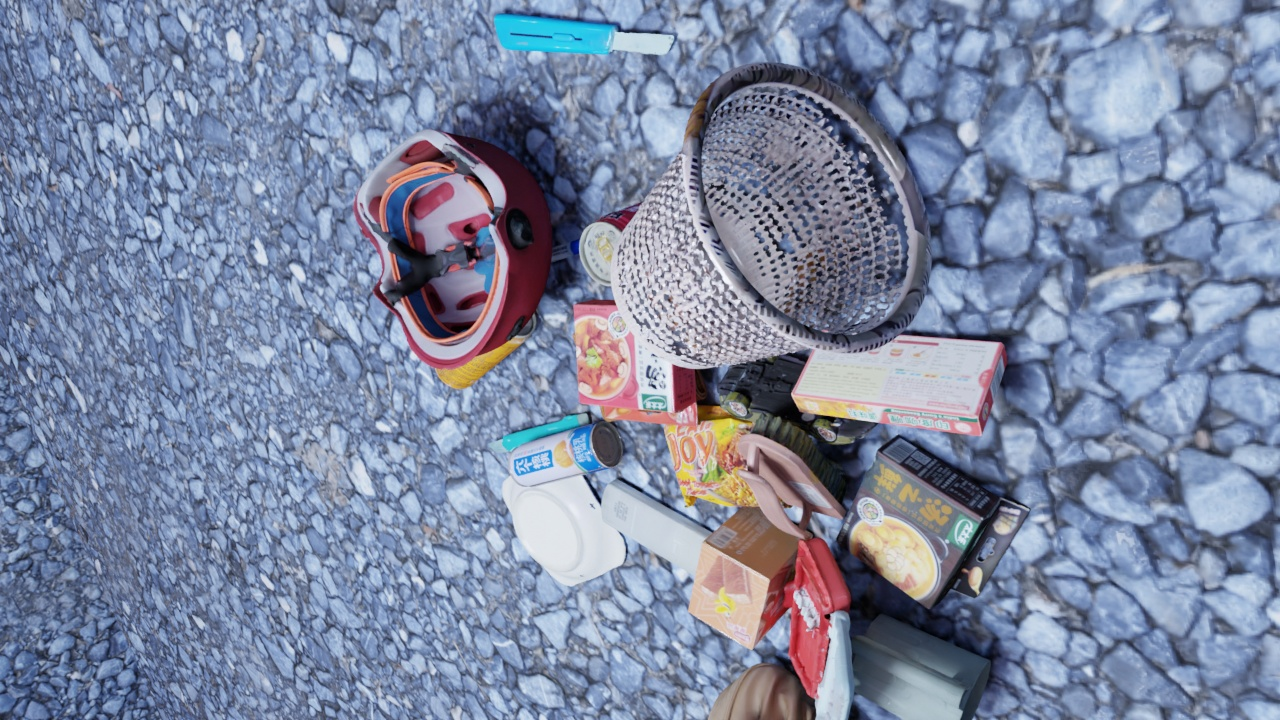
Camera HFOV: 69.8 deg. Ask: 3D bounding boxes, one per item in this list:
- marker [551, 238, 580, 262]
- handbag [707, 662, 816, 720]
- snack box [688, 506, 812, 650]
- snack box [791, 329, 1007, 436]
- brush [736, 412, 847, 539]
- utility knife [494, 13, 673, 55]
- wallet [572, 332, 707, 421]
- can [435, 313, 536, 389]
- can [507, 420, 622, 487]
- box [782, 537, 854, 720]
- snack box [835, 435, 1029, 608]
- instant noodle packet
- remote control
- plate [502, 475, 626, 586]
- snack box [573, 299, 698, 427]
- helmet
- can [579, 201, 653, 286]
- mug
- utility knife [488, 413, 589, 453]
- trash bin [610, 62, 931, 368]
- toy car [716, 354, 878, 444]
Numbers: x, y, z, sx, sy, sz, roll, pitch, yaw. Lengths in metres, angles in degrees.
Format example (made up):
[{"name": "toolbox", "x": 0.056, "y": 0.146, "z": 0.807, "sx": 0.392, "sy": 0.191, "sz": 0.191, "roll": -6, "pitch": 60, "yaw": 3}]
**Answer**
[{"name": "marker", "x": -0.102, "y": -0.111, "z": 0.986, "sx": 0.146, "sy": 0.016, "sz": 0.017, "roll": -11, "pitch": 103, "yaw": 41}, {"name": "handbag", "x": 0.160, "y": 0.412, "z": 0.929, "sx": 0.204, "sy": 0.147, "sz": 0.100, "roll": 42, "pitch": 132, "yaw": 10}, {"name": "snack box", "x": 0.110, "y": 0.212, "z": 0.914, "sx": 0.077, "sy": 0.092, "sz": 0.094, "roll": 25, "pitch": 123, "yaw": 28}, {"name": "snack box", "x": 0.210, "y": 0.015, "z": 0.752, "sx": 0.156, "sy": 0.076, "sz": 0.027, "roll": 6, "pitch": 143, "yaw": 37}, {"name": "brush", "x": 0.129, "y": 0.104, "z": 0.807, "sx": 0.063, "sy": 0.073, "sz": 0.145, "roll": 13, "pitch": 158, "yaw": 39}, {"name": "utility knife", "x": -0.056, "y": -0.304, "z": 0.860, "sx": 0.208, "sy": 0.018, "sz": 0.034, "roll": 16, "pitch": 119, "yaw": 31}, {"name": "wallet", "x": -0.005, "y": -0.003, "z": 0.951, "sx": 0.131, "sy": 0.035, "sz": 0.119, "roll": -16, "pitch": 102, "yaw": 39}, {"name": "can", "x": -0.182, "y": -0.020, "z": 1.064, "sx": 0.146, "sy": 0.058, "sz": 0.058, "roll": -34, "pitch": 87, "yaw": 42}, {"name": "can", "x": -0.087, "y": 0.108, "z": 1.041, "sx": 0.135, "sy": 0.053, "sz": 0.053, "roll": -18, "pitch": 98, "yaw": 36}, {"name": "box", "x": 0.167, "y": 0.274, "z": 0.840, "sx": 0.050, "sy": 0.160, "sz": 0.201, "roll": -7, "pitch": 136, "yaw": -1}, {"name": "snack box", "x": 0.251, "y": 0.146, "z": 0.805, "sx": 0.126, "sy": 0.053, "sz": 0.113, "roll": 34, "pitch": 128, "yaw": 28}, {"name": "instant noodle packet", "x": 0.084, "y": 0.097, "z": 0.916, "sx": 0.129, "sy": 0.044, "sz": 0.111, "roll": -5, "pitch": 102, "yaw": 40}, {"name": "remote control", "x": 0.021, "y": 0.187, "z": 1.022, "sx": 0.150, "sy": 0.021, "sz": 0.058, "roll": 27, "pitch": 125, "yaw": 27}, {"name": "plate", "x": -0.106, "y": 0.202, "z": 1.123, "sx": 0.165, "sy": 0.034, "sz": 0.163, "roll": -36, "pitch": 86, "yaw": 43}, {"name": "snack box", "x": -0.005, "y": 0.005, "z": 0.901, "sx": 0.113, "sy": 0.044, "sz": 0.127, "roll": 3, "pitch": 103, "yaw": 32}, {"name": "helmet", "x": -0.170, "y": -0.114, "z": 0.944, "sx": 0.208, "sy": 0.143, "sz": 0.240, "roll": -23, "pitch": 82, "yaw": 38}, {"name": "can", "x": -0.005, "y": -0.110, "z": 0.856, "sx": 0.067, "sy": 0.093, "sz": 0.067, "roll": 17, "pitch": 120, "yaw": 32}, {"name": "mug", "x": 0.247, "y": 0.282, "z": 0.825, "sx": 0.103, "sy": 0.083, "sz": 0.124, "roll": 20, "pitch": 166, "yaw": 33}, {"name": "utility knife", "x": -0.122, "y": 0.089, "z": 1.094, "sx": 0.179, "sy": 0.013, "sz": 0.029, "roll": -17, "pitch": 107, "yaw": 38}, {"name": "trash bin", "x": 0.083, "y": -0.088, "z": 0.735, "sx": 0.227, "sy": 0.226, "sz": 0.193, "roll": 60, "pitch": 145, "yaw": 0}, {"name": "toy car", "x": 0.142, "y": 0.034, "z": 0.823, "sx": 0.158, "sy": 0.070, "sz": 0.042, "roll": 16, "pitch": 149, "yaw": 34}]
